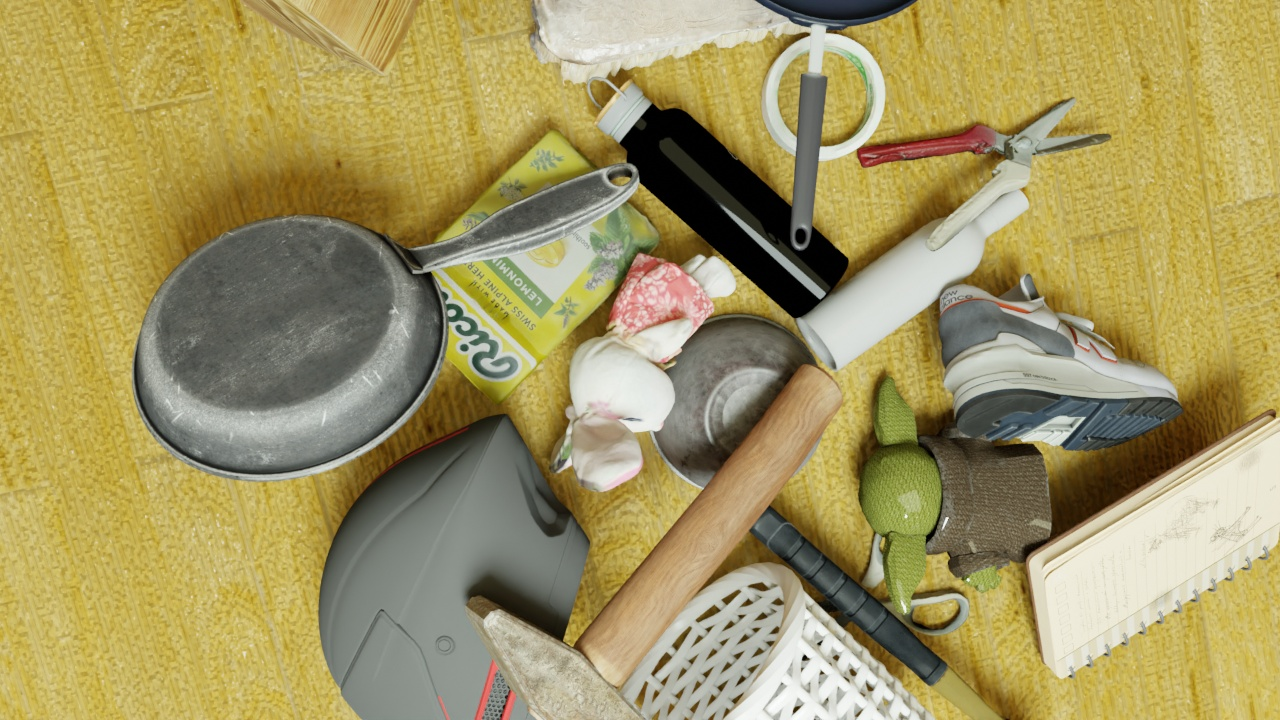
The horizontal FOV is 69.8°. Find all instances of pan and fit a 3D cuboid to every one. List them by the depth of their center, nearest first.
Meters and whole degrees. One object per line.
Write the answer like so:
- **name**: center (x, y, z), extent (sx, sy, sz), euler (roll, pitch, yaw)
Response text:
- **pan**: center (-0.144, -0.057, 0.583), extent (0.356, 0.055, 0.187), euler (-32, 64, -19)
- **pan**: center (0.124, -0.251, 0.633), extent (0.198, 0.021, 0.356), euler (6, 85, -6)

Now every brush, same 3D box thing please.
- **brush**: center (0.052, -0.270, 0.670), extent (0.271, 0.056, 0.083), euler (-16, 92, -5)

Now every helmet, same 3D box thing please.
- **helmet**: center (-0.133, 0.161, 0.637), extent (0.170, 0.164, 0.265), euler (18, 101, -2)

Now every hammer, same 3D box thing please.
- **hammer**: center (0.035, 0.112, 0.601), extent (0.300, 0.037, 0.158), euler (-47, 113, -20)
- **hammer**: center (0.203, 0.219, 0.698), extent (0.333, 0.118, 0.025), euler (42, 88, -9)

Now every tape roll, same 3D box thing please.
- **tape roll**: center (0.140, -0.202, 0.706), extent (0.094, 0.018, 0.094), euler (-1, 95, -7)

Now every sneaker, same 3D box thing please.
- **sneaker**: center (0.315, -0.005, 0.705), extent (0.239, 0.089, 0.124), euler (6, 56, -34)

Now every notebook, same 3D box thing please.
- **notebook**: center (0.412, 0.153, 0.725), extent (0.225, 0.024, 0.167), euler (-29, 127, -4)

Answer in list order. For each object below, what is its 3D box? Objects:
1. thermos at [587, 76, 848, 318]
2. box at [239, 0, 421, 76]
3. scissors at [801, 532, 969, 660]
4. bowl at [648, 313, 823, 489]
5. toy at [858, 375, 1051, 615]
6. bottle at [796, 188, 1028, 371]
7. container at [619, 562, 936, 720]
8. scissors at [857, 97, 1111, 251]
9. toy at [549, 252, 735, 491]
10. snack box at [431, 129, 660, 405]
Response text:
- **thermos**: center (0.050, -0.128, 0.681), extent (0.231, 0.061, 0.061), euler (40, 90, -8)
- **box**: center (-0.252, -0.378, 0.536), extent (0.264, 0.269, 0.279), euler (27, 92, 7)
- **scissors**: center (0.196, 0.191, 0.750), extent (0.168, 0.012, 0.157), euler (20, 91, -8)
- **bowl**: center (0.080, 0.038, 0.697), extent (0.145, 0.067, 0.145), euler (-1, 95, -6)
- **toy**: center (0.243, 0.107, 0.710), extent (0.152, 0.078, 0.179), euler (6, 68, -10)
- **bottle**: center (0.214, -0.069, 0.708), extent (0.195, 0.052, 0.052), euler (-36, 98, -2)
- **container**: center (0.103, 0.278, 0.661), extent (0.187, 0.189, 0.189), euler (45, 89, -9)
- **scissors**: center (0.261, -0.149, 0.706), extent (0.195, 0.015, 0.178), euler (13, 61, 11)
- **toy**: center (-0.004, 0.004, 0.655), extent (0.084, 0.159, 0.194), euler (35, 77, -15)
- **snack box**: center (-0.084, -0.071, 0.681), extent (0.181, 0.045, 0.121), euler (-44, 98, 0)
